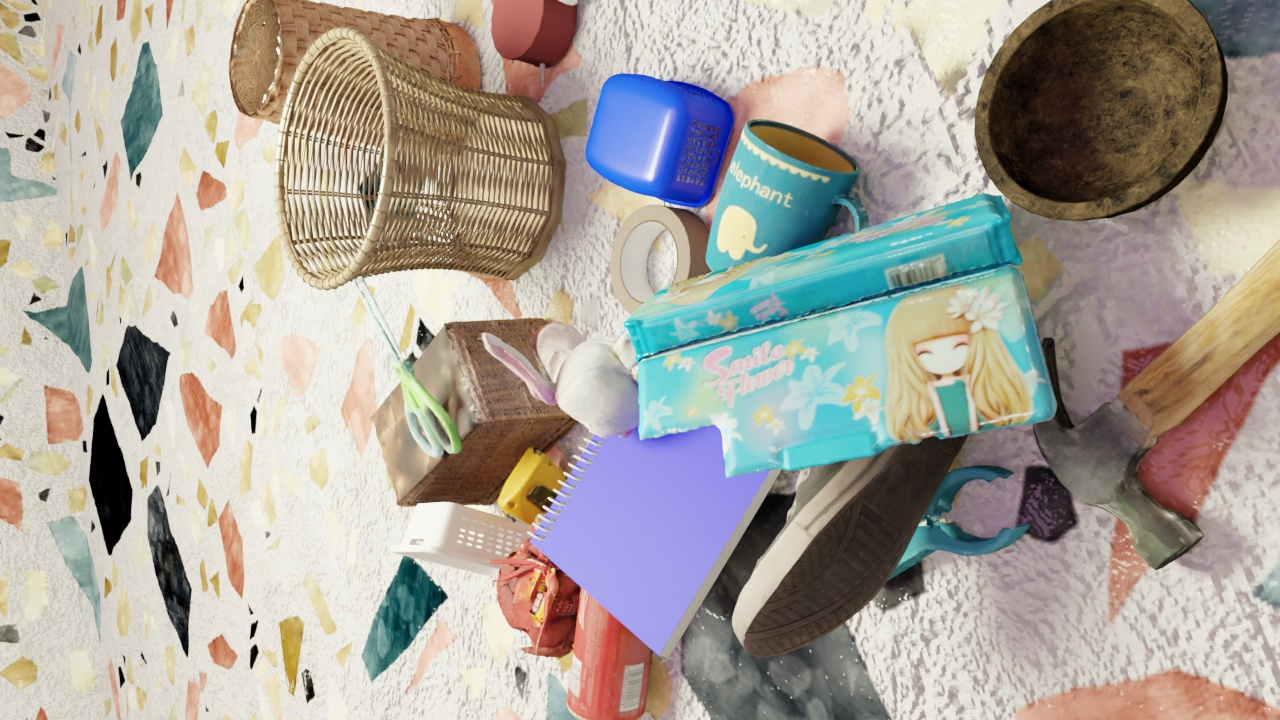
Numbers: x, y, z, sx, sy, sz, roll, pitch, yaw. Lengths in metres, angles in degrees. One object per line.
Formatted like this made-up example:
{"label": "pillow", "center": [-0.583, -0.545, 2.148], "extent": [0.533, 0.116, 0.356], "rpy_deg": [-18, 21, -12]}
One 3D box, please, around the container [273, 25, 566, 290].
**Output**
{"label": "container", "center": [-0.205, -0.174, 0.868], "extent": [0.227, 0.195, 0.227], "rpy_deg": [0, 89, 46]}

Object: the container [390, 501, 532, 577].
{"label": "container", "center": [-0.164, 0.173, 0.883], "extent": [0.081, 0.129, 0.049], "rpy_deg": [-12, 61, 46]}

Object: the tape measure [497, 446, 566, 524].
{"label": "tape measure", "center": [-0.097, 0.123, 0.851], "extent": [0.030, 0.059, 0.068], "rpy_deg": [20, 72, 47]}

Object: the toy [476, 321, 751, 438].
{"label": "toy", "center": [-0.004, 0.004, 0.706], "extent": [0.206, 0.130, 0.105], "rpy_deg": [-11, 95, 22]}

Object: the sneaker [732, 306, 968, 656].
{"label": "sneaker", "center": [0.109, 0.064, 0.572], "extent": [0.120, 0.095, 0.234], "rpy_deg": [24, 82, 48]}

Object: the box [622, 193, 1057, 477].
{"label": "box", "center": [0.101, -0.023, 0.528], "extent": [0.227, 0.074, 0.180], "rpy_deg": [-14, 36, 22]}

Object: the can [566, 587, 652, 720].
{"label": "can", "center": [-0.020, 0.217, 0.764], "extent": [0.067, 0.067, 0.170], "rpy_deg": [15, 101, 46]}

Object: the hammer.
{"label": "hammer", "center": [0.320, -0.053, 0.436], "extent": [0.331, 0.033, 0.132], "rpy_deg": [-56, 52, 29]}

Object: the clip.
{"label": "clip", "center": [0.181, 0.088, 0.587], "extent": [0.127, 0.028, 0.113], "rpy_deg": [-15, 81, 46]}

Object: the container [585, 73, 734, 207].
{"label": "container", "center": [0.010, -0.180, 0.742], "extent": [0.114, 0.058, 0.096], "rpy_deg": [32, 113, 42]}

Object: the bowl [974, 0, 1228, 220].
{"label": "bowl", "center": [0.249, -0.133, 0.491], "extent": [0.121, 0.056, 0.121], "rpy_deg": [0, 89, 46]}

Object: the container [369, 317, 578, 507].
{"label": "container", "center": [-0.163, 0.054, 0.884], "extent": [0.199, 0.112, 0.113], "rpy_deg": [-44, 59, 38]}

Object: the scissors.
{"label": "scissors", "center": [-0.201, 0.005, 0.782], "extent": [0.072, 0.033, 0.175], "rpy_deg": [-8, 113, 51]}

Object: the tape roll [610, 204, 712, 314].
{"label": "tape roll", "center": [0.017, -0.080, 0.754], "extent": [0.094, 0.030, 0.093], "rpy_deg": [0, 89, 46]}

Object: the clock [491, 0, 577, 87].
{"label": "clock", "center": [-0.097, -0.332, 0.865], "extent": [0.087, 0.044, 0.125], "rpy_deg": [45, 121, 37]}

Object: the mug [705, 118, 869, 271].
{"label": "mug", "center": [0.102, -0.094, 0.632], "extent": [0.112, 0.084, 0.104], "rpy_deg": [40, 124, 27]}

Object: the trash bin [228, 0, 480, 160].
{"label": "trash bin", "center": [-0.294, -0.299, 0.953], "extent": [0.152, 0.209, 0.151], "rpy_deg": [0, 90, 46]}

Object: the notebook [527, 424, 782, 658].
{"label": "notebook", "center": [0.016, 0.089, 0.707], "extent": [0.172, 0.022, 0.209], "rpy_deg": [30, 88, 43]}

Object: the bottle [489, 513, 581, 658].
{"label": "bottle", "center": [-0.082, 0.200, 0.806], "extent": [0.099, 0.098, 0.111], "rpy_deg": [29, 101, 43]}
